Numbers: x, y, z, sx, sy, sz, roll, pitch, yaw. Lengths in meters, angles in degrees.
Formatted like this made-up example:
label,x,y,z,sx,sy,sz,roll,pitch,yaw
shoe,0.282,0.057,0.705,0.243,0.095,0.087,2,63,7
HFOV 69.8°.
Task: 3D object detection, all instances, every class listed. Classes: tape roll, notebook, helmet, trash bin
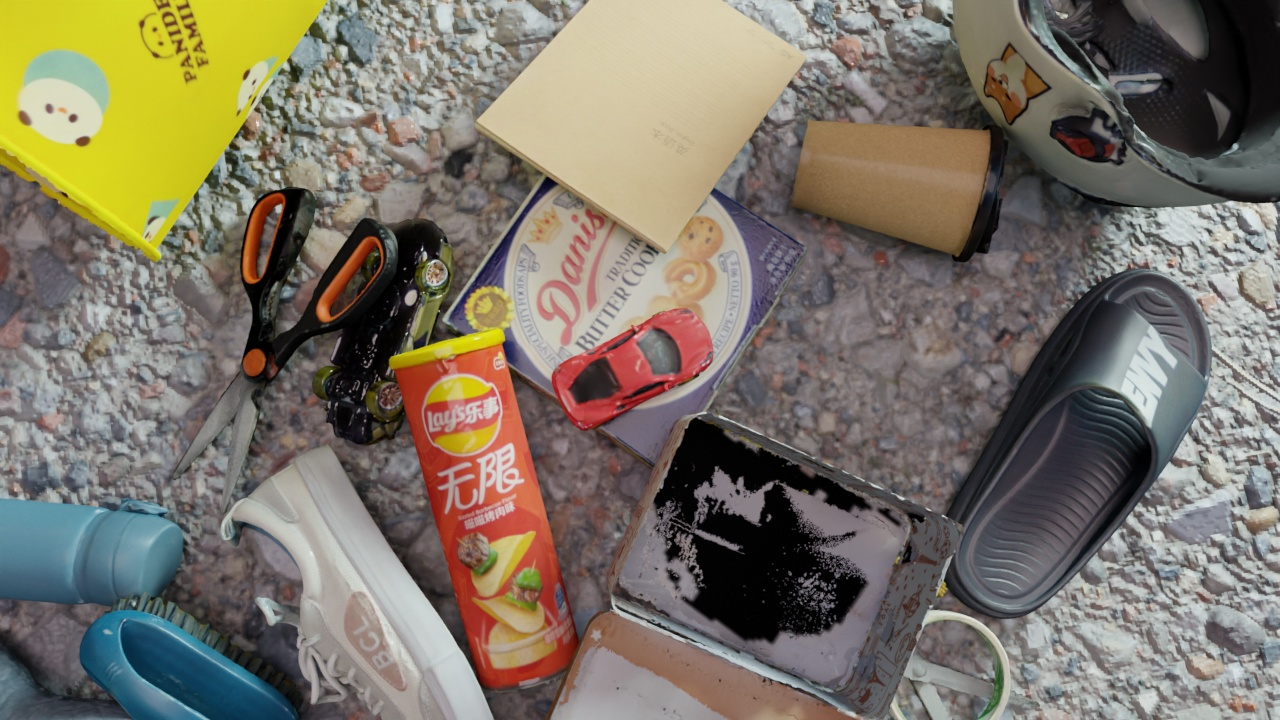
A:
label,x,y,z,sx,sy,sz,roll,pitch,yaw
tape roll,0.200,0.209,0.604,0.086,0.014,0.085,1,85,-6
notebook,0.008,-0.187,0.633,0.149,0.012,0.211,34,64,2
helmet,0.311,-0.212,0.603,0.229,0.157,0.274,-38,95,-18
trash bin,-0.323,-0.230,0.567,0.229,0.230,0.255,32,77,3

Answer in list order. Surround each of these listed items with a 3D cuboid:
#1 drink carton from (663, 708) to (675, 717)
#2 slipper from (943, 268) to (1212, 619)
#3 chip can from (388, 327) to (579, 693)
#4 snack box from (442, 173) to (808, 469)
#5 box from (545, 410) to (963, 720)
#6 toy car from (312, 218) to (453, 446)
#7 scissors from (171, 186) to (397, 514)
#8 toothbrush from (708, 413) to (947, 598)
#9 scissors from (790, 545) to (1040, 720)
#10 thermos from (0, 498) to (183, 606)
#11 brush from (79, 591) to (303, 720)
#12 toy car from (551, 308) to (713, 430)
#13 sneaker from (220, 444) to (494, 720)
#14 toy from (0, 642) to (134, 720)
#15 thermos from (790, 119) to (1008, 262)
label,x,y,z,sx,sy,sz,roll,pitch,yaw
drink carton,0.037,0.276,0.585,0.053,0.045,0.122,-5,82,-1
slipper,0.301,0.057,0.605,0.110,0.083,0.268,36,84,2
chip can,-0.096,0.092,0.574,0.073,0.073,0.216,-13,94,-3
snack box,-0.011,-0.047,0.629,0.182,0.046,0.177,33,83,3
box,0.053,0.179,0.542,0.177,0.082,0.260,24,82,-1
toy car,-0.168,-0.020,0.616,0.070,0.042,0.158,13,81,36
scissors,-0.253,-0.019,0.625,0.225,0.021,0.204,-34,69,11
toothbrush,0.123,0.097,0.616,0.190,0.016,0.015,37,81,11
scissors,0.180,0.207,0.615,0.159,0.014,0.181,-15,84,-4
thermos,-0.413,0.118,0.588,0.220,0.070,0.070,5,82,-1
brush,-0.271,0.202,0.555,0.144,0.073,0.055,43,91,-20
toy car,-0.004,0.003,0.584,0.106,0.031,0.049,-26,86,-5
sneaker,-0.174,0.173,0.570,0.090,0.090,0.242,-32,80,-21
toy,-0.319,0.291,0.560,0.138,0.091,0.356,-42,83,21
thermos,0.179,-0.122,0.627,0.143,0.093,0.093,11,82,9
